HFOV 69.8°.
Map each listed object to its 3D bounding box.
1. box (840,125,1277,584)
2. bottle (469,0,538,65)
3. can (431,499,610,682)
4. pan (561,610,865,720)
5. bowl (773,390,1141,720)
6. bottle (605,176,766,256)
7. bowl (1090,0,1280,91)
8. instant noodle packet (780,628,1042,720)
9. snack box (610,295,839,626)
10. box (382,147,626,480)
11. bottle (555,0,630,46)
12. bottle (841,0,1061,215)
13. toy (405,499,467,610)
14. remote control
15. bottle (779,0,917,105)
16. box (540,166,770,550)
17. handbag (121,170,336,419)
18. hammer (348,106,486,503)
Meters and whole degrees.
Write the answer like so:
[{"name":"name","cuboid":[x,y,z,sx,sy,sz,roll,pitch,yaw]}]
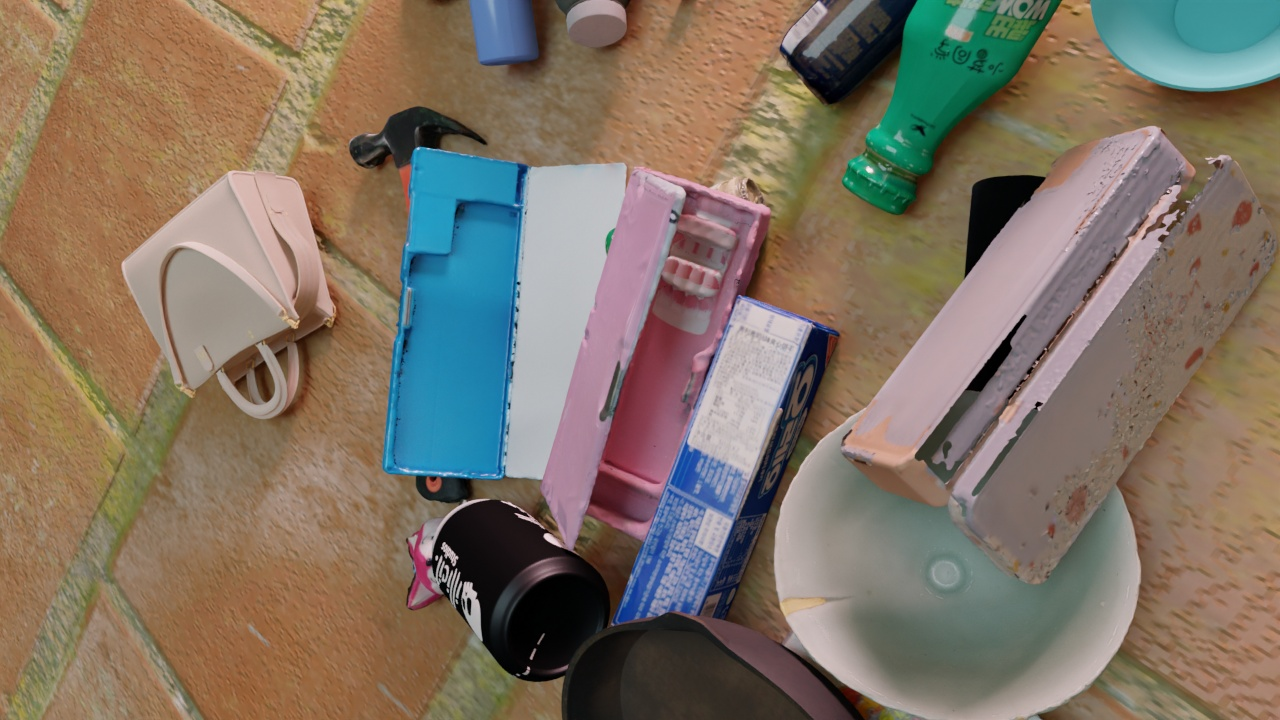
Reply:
[{"name":"box","cuboid":[0.199,-0.012,0.456,0.216,0.095,0.108,-51,38,-7]},{"name":"bottle","cuboid":[-0.111,-0.298,0.706,0.048,0.047,0.131,2,106,33]},{"name":"can","cuboid":[-0.084,0.147,0.610,0.146,0.080,0.080,19,94,60]},{"name":"pan","cuboid":[0.102,0.245,0.473,0.357,0.043,0.249,7,113,40]},{"name":"bowl","cuboid":[0.162,0.105,0.488,0.174,0.068,0.174,-7,65,15]},{"name":"bottle","cuboid":[0.030,-0.088,0.619,0.110,0.042,0.042,-20,73,29]},{"name":"bowl","cuboid":[0.295,-0.187,0.459,0.121,0.046,0.121,-5,81,32]},{"name":"instant noodle packet","cuboid":[0.177,0.245,0.475,0.269,0.057,0.147,36,110,29]},{"name":"snack box","cuboid":[0.052,0.075,0.574,0.059,0.059,0.226,24,98,30]},{"name":"box","cuboid":[-0.100,-0.031,0.694,0.174,0.063,0.243,4,85,4]},{"name":"bottle","cuboid":[-0.037,-0.292,0.677,0.060,0.060,0.108,-13,77,30]},{"name":"bottle","cuboid":[0.182,-0.181,0.507,0.068,0.068,0.210,42,119,29]},{"name":"toy","cuboid":[-0.148,0.145,0.701,0.103,0.050,0.065,-29,65,21]},{"name":"remote control","cuboid":[0.203,-0.033,0.514,0.045,0.021,0.140,4,87,34]},{"name":"bottle","cuboid":[0.156,-0.227,0.547,0.161,0.056,0.056,-43,64,21]},{"name":"box","cuboid":[-0.007,0.003,0.568,0.099,0.098,0.233,23,106,16]},{"name":"handbag","cuboid":[-0.365,-0.043,0.844,0.195,0.101,0.198,-27,82,27]},{"name":"hammer","cuboid":[-0.175,-0.049,0.753,0.133,0.033,0.333,-13,78,30]}]
